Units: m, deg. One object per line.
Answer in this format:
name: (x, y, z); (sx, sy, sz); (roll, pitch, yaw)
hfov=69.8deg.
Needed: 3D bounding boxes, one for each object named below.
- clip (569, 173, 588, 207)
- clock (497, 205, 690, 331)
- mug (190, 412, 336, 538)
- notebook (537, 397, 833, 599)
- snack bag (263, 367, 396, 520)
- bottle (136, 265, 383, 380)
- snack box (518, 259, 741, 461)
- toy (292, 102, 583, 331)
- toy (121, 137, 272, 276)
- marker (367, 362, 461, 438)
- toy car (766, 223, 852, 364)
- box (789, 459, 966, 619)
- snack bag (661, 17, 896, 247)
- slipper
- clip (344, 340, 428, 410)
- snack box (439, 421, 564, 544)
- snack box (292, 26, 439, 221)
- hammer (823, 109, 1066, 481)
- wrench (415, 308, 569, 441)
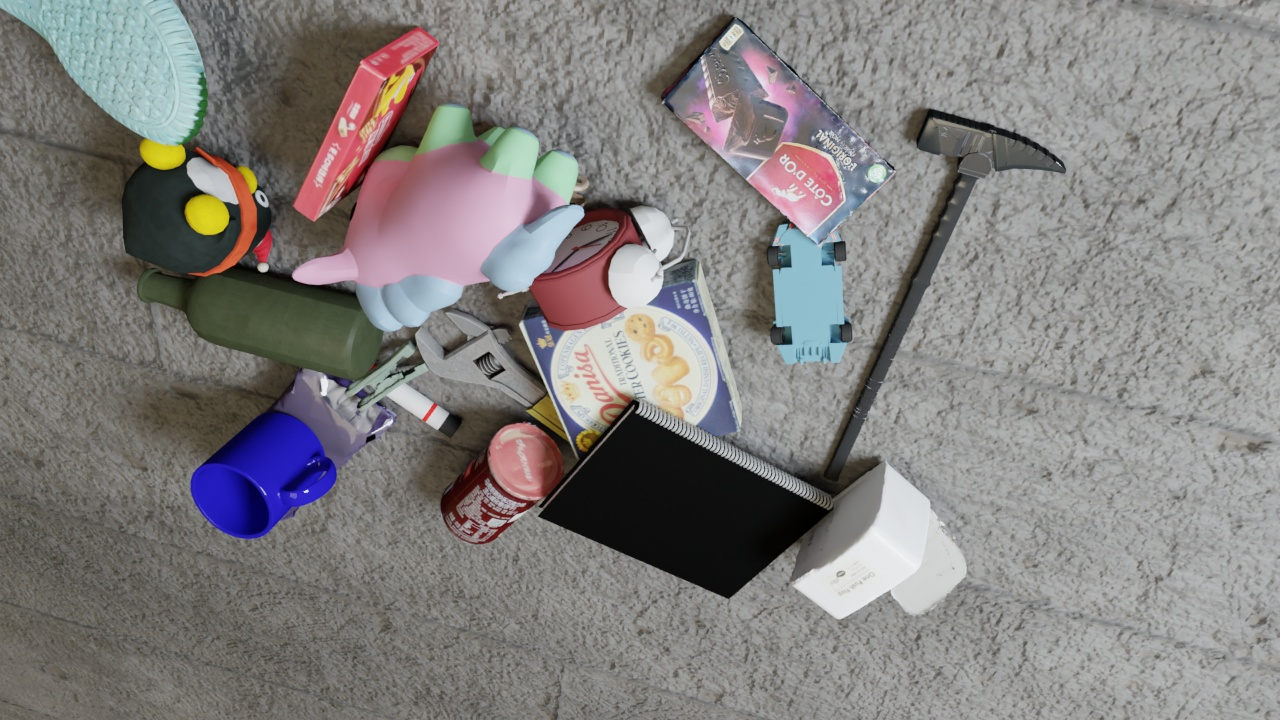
clip: (-0.068, -0.129, 0.687); (0.062, 0.025, 0.047); (42, 125, -9)
clock: (-0.030, -0.071, 0.672); (0.138, 0.096, 0.048); (-12, 126, 23)
mug: (-0.322, 0.102, 0.810); (0.111, 0.083, 0.079); (3, 119, 15)
notebook: (0.040, 0.124, 0.782); (0.206, 0.016, 0.149); (28, 122, -22)
snack bag: (-0.326, 0.080, 0.883); (0.096, 0.058, 0.206); (42, 125, -14)
bottle: (-0.331, -0.041, 0.792); (0.207, 0.071, 0.072); (14, 126, 6)
snack box: (-0.004, 0.004, 0.739); (0.145, 0.042, 0.144); (-13, 120, 12)
toy: (-0.135, -0.088, 0.649); (0.222, 0.120, 0.171); (29, 97, 39)
toy: (-0.343, -0.117, 0.728); (0.100, 0.119, 0.097); (-39, 84, 22)
marker: (-0.229, 0.023, 0.840); (0.145, 0.019, 0.019); (36, 125, -10)
toy car: (0.126, -0.052, 0.685); (0.060, 0.027, 0.108); (-2, 106, 16)
box: (0.212, 0.172, 0.768); (0.130, 0.102, 0.110); (41, 127, -5)
snack bag: (0.094, -0.153, 0.624); (0.155, 0.018, 0.075); (39, 115, -12)
slipper: (-0.402, -0.265, 0.662); (0.276, 0.069, 0.116); (37, 126, 7)
clip: (-0.227, 0.015, 0.815); (0.076, 0.023, 0.047); (-35, 109, 2)
snack box: (-0.128, 0.114, 0.832); (0.072, 0.072, 0.122); (36, 136, -10)
snack box: (-0.196, -0.168, 0.655); (0.021, 0.089, 0.133); (35, 126, -9)
hammer: (0.202, -0.023, 0.693); (0.095, 0.015, 0.326); (17, 127, 4)
wrench: (-0.077, 0.046, 0.815); (0.273, 0.018, 0.084); (38, 125, -12)
